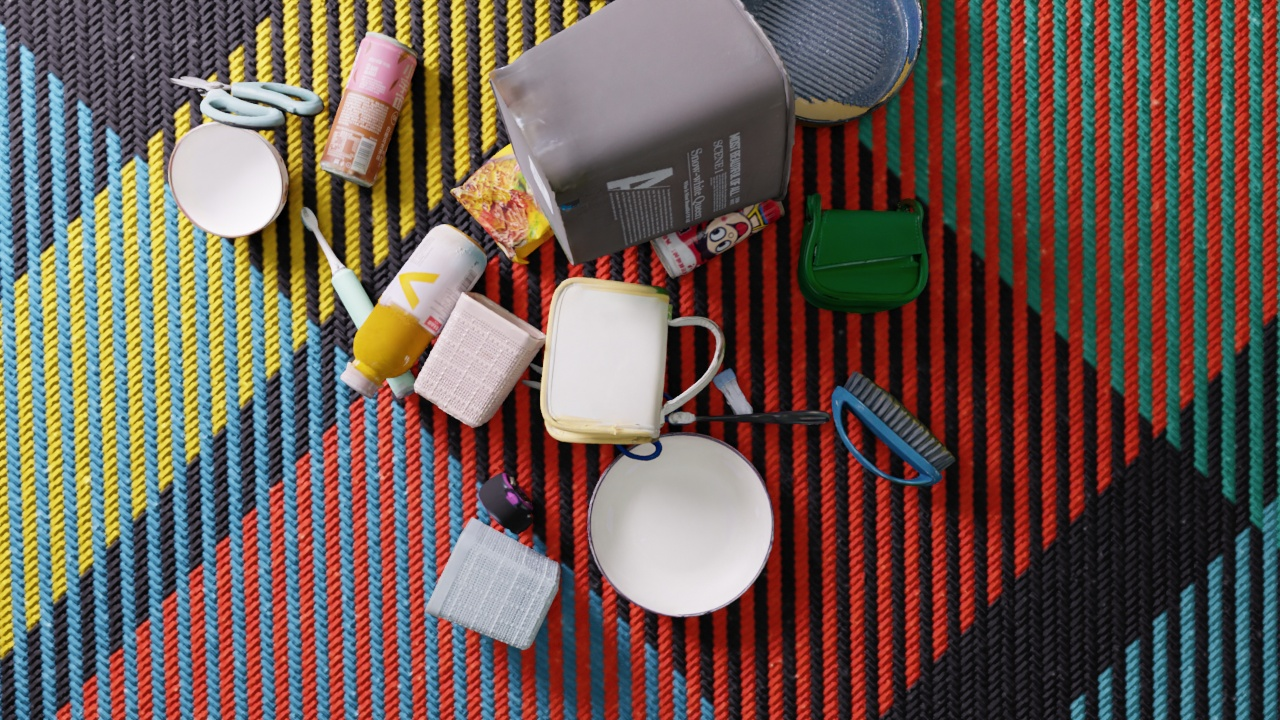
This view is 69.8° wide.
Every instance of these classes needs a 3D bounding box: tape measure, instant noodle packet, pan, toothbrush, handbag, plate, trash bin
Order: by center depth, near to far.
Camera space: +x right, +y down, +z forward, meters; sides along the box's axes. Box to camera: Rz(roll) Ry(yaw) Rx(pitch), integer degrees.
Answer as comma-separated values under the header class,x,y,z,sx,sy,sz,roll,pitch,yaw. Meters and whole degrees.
class,x,y,z,sx,sy,sz,roll,pitch,yaw
trash bin,-0.001,-0.214,0.841,0.219,0.199,0.198,-26,65,-7
handbag,-0.005,0.005,0.924,0.179,0.063,0.163,4,70,1
pan,0.117,-0.374,0.927,0.357,0.078,0.197,26,91,-1
handbag,0.228,-0.111,0.944,0.131,0.068,0.120,3,84,1
toothbrush,0.116,0.059,0.948,0.181,0.018,0.015,1,75,-17
tape measure,-0.137,0.145,0.951,0.039,0.057,0.058,-39,114,-1
instant noodle packet,-0.114,-0.176,0.951,0.128,0.044,0.111,-41,95,1
plate,0.042,0.169,0.960,0.192,0.039,0.192,0,91,1
toothbrush,-0.298,-0.062,0.962,0.026,0.027,0.224,-30,92,-35

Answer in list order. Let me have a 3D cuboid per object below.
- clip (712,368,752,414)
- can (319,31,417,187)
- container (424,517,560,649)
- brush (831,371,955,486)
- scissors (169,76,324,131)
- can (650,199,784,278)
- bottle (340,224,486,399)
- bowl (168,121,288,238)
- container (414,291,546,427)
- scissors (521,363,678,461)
class,x,y,z,sx,sy,sz,roll,pitch,yaw
clip,0.098,0.037,0.967,0.025,0.032,0.057,-28,88,-3
can,-0.278,-0.255,0.941,0.058,0.058,0.147,20,91,-1
container,-0.146,0.229,0.939,0.111,0.090,0.090,25,91,-4
brush,0.253,0.080,0.950,0.144,0.055,0.073,41,91,-1
scissors,-0.404,-0.273,0.942,0.180,0.142,0.019,26,128,28
can,0.078,-0.138,0.945,0.133,0.053,0.053,-30,91,1
bottle,-0.231,-0.048,0.926,0.068,0.068,0.189,34,80,-1
bowl,-0.411,-0.185,0.936,0.113,0.062,0.113,0,106,0
container,-0.164,0.001,0.933,0.090,0.090,0.111,32,94,-1
scissors,-0.047,0.053,0.948,0.172,0.012,0.132,-6,68,4
